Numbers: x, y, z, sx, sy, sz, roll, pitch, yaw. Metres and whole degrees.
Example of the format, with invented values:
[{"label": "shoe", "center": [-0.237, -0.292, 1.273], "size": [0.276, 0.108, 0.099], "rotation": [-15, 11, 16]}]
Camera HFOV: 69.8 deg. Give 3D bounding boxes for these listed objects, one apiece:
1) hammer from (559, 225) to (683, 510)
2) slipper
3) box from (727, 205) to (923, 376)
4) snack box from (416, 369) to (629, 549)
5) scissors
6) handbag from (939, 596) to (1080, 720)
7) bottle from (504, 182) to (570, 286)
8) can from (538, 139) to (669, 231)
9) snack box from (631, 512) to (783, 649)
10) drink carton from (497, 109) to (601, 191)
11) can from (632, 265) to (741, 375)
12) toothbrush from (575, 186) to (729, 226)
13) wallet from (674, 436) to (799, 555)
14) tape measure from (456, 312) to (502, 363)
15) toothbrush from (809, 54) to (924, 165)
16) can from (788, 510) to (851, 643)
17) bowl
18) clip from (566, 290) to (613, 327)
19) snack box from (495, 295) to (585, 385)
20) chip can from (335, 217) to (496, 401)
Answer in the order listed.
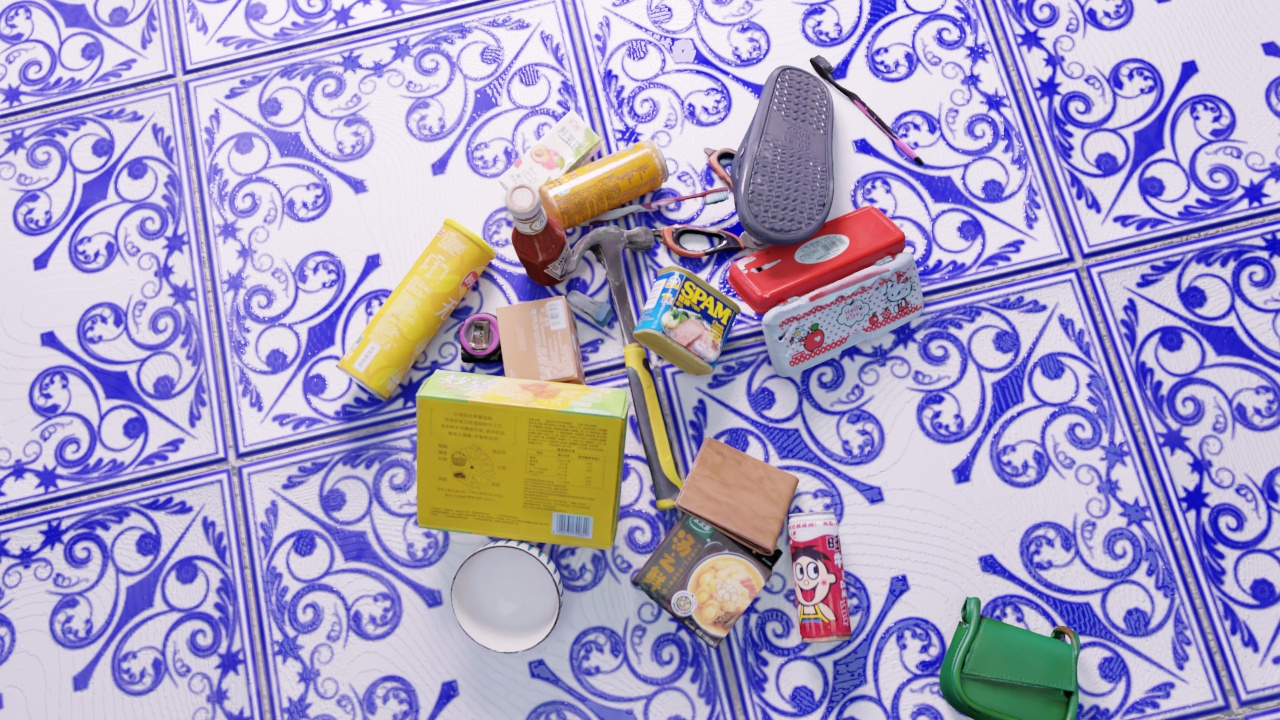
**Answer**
[{"label": "hammer", "center": [-0.006, 0.006, 1.018], "size": [0.126, 0.032, 0.323], "rotation": [-9, 81, -37]}, {"label": "slipper", "center": [0.160, -0.223, 1.049], "size": [0.110, 0.084, 0.267], "rotation": [22, 57, -11]}, {"label": "box", "center": [0.211, -0.082, 1.014], "size": [0.201, 0.074, 0.154], "rotation": [-24, 80, -14]}, {"label": "snack box", "center": [-0.122, 0.102, 0.951], "size": [0.210, 0.070, 0.158], "rotation": [6, 112, 3]}, {"label": "scissors", "center": [0.124, -0.155, 1.074], "size": [0.225, 0.015, 0.188], "rotation": [9, 79, 4]}, {"label": "handbag", "center": [0.380, 0.316, 0.941], "size": [0.131, 0.068, 0.120], "rotation": [17, 72, 8]}, {"label": "bottle", "center": [-0.111, -0.135, 0.984], "size": [0.060, 0.206, 0.059], "rotation": [0, 78, 2]}, {"label": "can", "center": [-0.043, -0.202, 1.059], "size": [0.146, 0.058, 0.058], "rotation": [-27, 78, -14]}, {"label": "snack box", "center": [0.073, 0.222, 0.984], "size": [0.113, 0.053, 0.125], "rotation": [37, 88, 9]}, {"label": "drink carton", "center": [-0.106, -0.233, 1.086], "size": [0.122, 0.045, 0.053], "rotation": [-45, 89, -4]}, {"label": "can", "center": [0.051, -0.042, 1.011], "size": [0.102, 0.057, 0.083], "rotation": [32, 70, -24]}, {"label": "toothbrush", "center": [0.011, -0.176, 1.073], "size": [0.188, 0.016, 0.017], "rotation": [-11, 80, 9]}, {"label": "wallet", "center": [0.105, 0.143, 0.986], "size": [0.115, 0.020, 0.101], "rotation": [26, 51, 3]}, {"label": "tape measure", "center": [-0.179, -0.026, 1.050], "size": [0.057, 0.039, 0.057], "rotation": [1, 78, 4]}, {"label": "toothbrush", "center": [0.272, -0.301, 1.097], "size": [0.017, 0.014, 0.189], "rotation": [-40, 80, -18]}, {"label": "can", "center": [0.189, 0.228, 0.971], "size": [0.053, 0.053, 0.132], "rotation": [-5, 78, 2]}, {"label": "bowl", "center": [-0.136, 0.242, 0.972], "size": [0.116, 0.066, 0.116], "rotation": [1, 97, 6]}, {"label": "clip", "center": [-0.060, -0.064, 1.063], "size": [0.058, 0.043, 0.027], "rotation": [32, 84, 17]}, {"label": "snack box", "center": [-0.108, -0.010, 1.015], "size": [0.077, 0.094, 0.092], "rotation": [-10, 78, 1]}, {"label": "chip can", "center": [-0.254, -0.058, 1.045], "size": [0.072, 0.072, 0.213], "rotation": [34, 82, 9]}]
